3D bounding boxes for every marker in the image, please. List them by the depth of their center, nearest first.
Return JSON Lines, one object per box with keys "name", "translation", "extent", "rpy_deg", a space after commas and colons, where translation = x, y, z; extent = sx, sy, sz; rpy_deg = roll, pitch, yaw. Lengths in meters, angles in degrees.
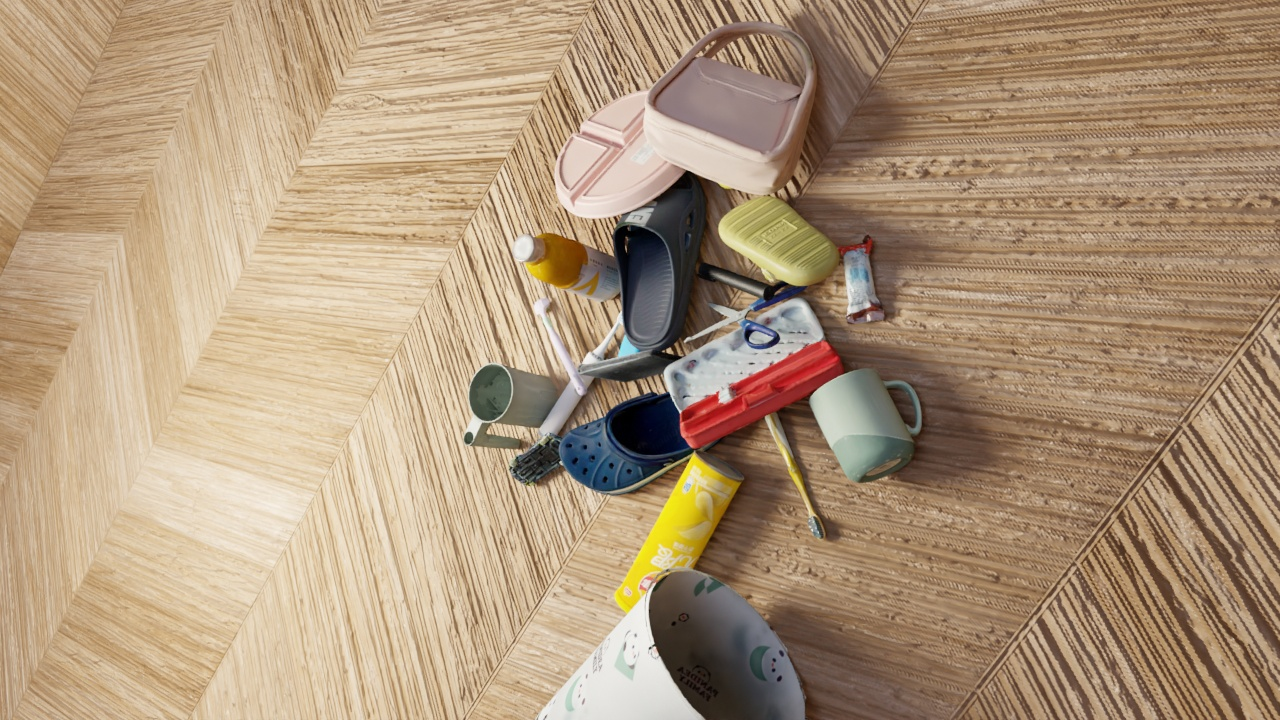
{"name": "marker", "translation": [0.118, -0.100, 1.158], "extent": [0.022, 0.020, 0.132], "rpy_deg": [-48, 39, -11]}

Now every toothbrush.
{"name": "toothbrush", "translation": [0.178, 0.125, 1.092], "extent": [0.016, 0.018, 0.191], "rpy_deg": [-31, 65, 24]}
{"name": "toothbrush", "translation": [-0.076, 0.019, 1.284], "extent": [0.221, 0.026, 0.026], "rpy_deg": [-56, 37, 11]}
{"name": "toothbrush", "translation": [-0.113, -0.019, 1.301], "extent": [0.029, 0.021, 0.189], "rpy_deg": [-44, 50, 19]}

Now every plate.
{"name": "plate", "translation": [-0.021, -0.290, 1.256], "extent": [0.230, 0.028, 0.229], "rpy_deg": [-17, 50, 20]}

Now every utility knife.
{"name": "utility knife", "translation": [0.013, -0.091, 1.251], "extent": [0.034, 0.018, 0.191], "rpy_deg": [17, 89, 36]}

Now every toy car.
{"name": "toy car", "translation": [-0.140, 0.138, 1.293], "extent": [0.106, 0.031, 0.049], "rpy_deg": [-35, 108, 27]}

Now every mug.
{"name": "mug", "translation": [0.260, 0.069, 1.017], "extent": [0.111, 0.082, 0.106], "rpy_deg": [-21, 65, -3]}
{"name": "mug", "translation": [-0.187, 0.070, 1.303], "extent": [0.084, 0.103, 0.124], "rpy_deg": [32, 100, 34]}

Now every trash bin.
{"name": "trash bin", "translation": [0.018, 0.400, 1.030], "extent": [0.252, 0.229, 0.229], "rpy_deg": [-48, 58, 23]}

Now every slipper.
{"name": "slipper", "translation": [0.166, -0.129, 1.107], "extent": [0.091, 0.082, 0.190], "rpy_deg": [-28, 40, -12]}
{"name": "slipper", "translation": [-0.003, 0.102, 1.178], "extent": [0.253, 0.095, 0.105], "rpy_deg": [-22, 66, 25]}
{"name": "slipper", "translation": [0.018, -0.147, 1.204], "extent": [0.111, 0.083, 0.267], "rpy_deg": [-1, 75, 30]}

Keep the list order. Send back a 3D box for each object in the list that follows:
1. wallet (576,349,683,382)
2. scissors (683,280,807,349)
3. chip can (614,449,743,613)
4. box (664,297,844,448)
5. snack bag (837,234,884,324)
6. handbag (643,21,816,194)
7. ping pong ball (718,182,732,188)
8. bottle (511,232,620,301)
{"name": "wallet", "translation": [-0.007, 0.007, 1.195], "extent": [0.121, 0.097, 0.019], "rpy_deg": [-13, 77, 32]}
{"name": "scissors", "translation": [0.132, -0.054, 1.129], "extent": [0.176, 0.012, 0.162], "rpy_deg": [-30, 30, 9]}
{"name": "chip can", "translation": [0.048, 0.219, 1.131], "extent": [0.072, 0.072, 0.213], "rpy_deg": [34, 100, 34]}
{"name": "box", "translation": [0.131, 0.016, 1.091], "extent": [0.201, 0.060, 0.160], "rpy_deg": [-28, 34, 9]}
{"name": "snack bag", "translation": [0.257, -0.095, 1.077], "extent": [0.045, 0.026, 0.105], "rpy_deg": [-11, 75, 23]}
{"name": "handbag", "translation": [0.130, -0.337, 1.151], "extent": [0.193, 0.093, 0.233], "rpy_deg": [23, 72, 14]}
{"name": "ping pong ball", "translation": [0.117, -0.244, 1.195], "extent": [0.040, 0.040, 0.040], "rpy_deg": [-8, 76, 33]}
{"name": "bottle", "translation": [-0.096, -0.128, 1.226], "extent": [0.068, 0.189, 0.068], "rpy_deg": [-7, 77, 33]}
